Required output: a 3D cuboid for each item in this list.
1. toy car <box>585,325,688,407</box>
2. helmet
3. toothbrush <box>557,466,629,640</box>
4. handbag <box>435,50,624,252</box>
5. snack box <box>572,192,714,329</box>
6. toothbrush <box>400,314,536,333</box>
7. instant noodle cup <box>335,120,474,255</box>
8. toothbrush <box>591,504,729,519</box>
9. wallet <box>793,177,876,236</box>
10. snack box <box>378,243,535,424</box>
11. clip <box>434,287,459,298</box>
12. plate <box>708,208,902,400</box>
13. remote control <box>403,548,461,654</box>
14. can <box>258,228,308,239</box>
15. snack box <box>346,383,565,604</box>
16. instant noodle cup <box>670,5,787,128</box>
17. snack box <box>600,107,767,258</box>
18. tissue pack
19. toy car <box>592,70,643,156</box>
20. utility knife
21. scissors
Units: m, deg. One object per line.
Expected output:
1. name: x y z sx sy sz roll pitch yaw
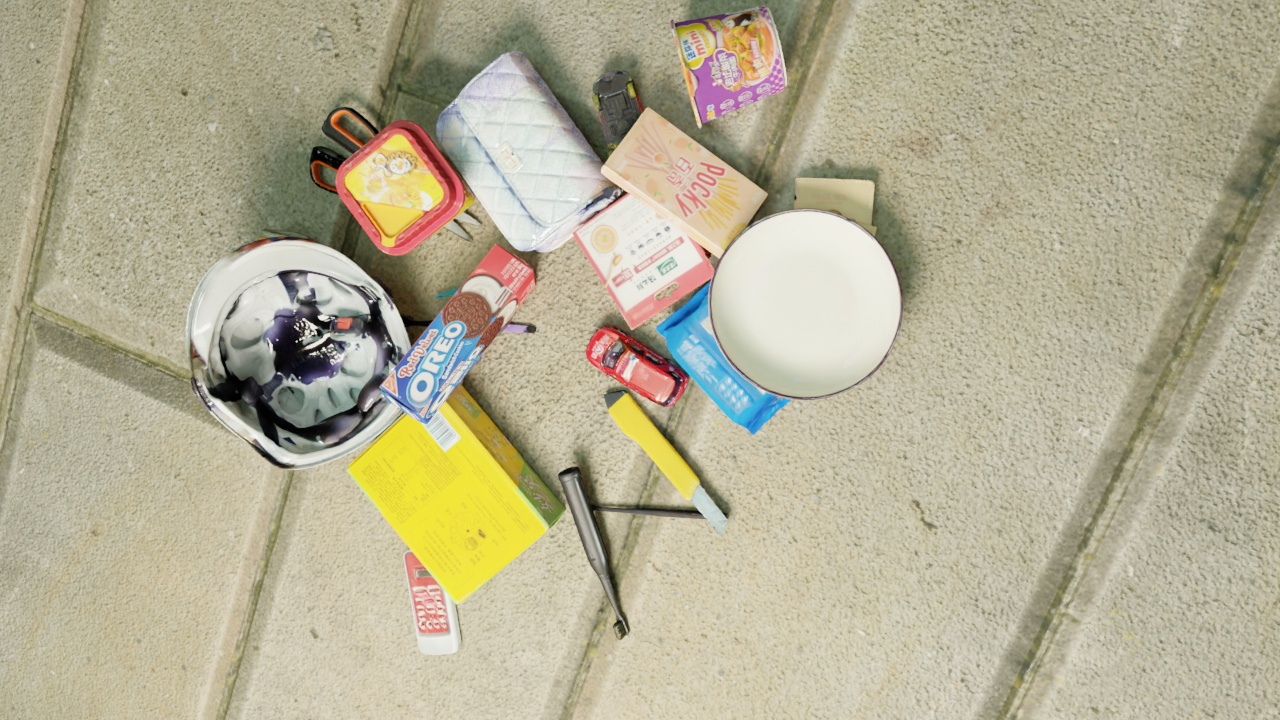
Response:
1. toy car: -0.006 0.006 1.015 0.120 0.045 0.053 31 102 12
2. helmet: -0.387 -0.019 1.043 0.228 0.146 0.259 -37 113 -14
3. toothbrush: -0.051 0.224 1.053 0.026 0.027 0.213 -10 102 33
4. handbag: -0.125 -0.221 1.003 0.134 0.075 0.194 -37 87 16
5. snack box: 0.008 -0.117 0.996 0.113 0.044 0.127 -32 87 15
6. toothbrush: -0.212 -0.043 1.083 0.189 0.016 0.014 4 109 12
7. instant noodle cup: -0.246 -0.186 1.000 0.116 0.123 0.116 -36 92 11
8. toothbrush: 0.012 0.176 1.045 0.181 0.015 0.018 -1 98 16
9. wallet: 0.200 -0.131 0.955 0.087 0.024 0.115 6 98 19
10. snack box: -0.198 -0.028 1.011 0.057 0.058 0.207 35 76 6
11. clip: -0.214 -0.075 1.077 0.056 0.014 0.040 -24 91 16
12. plate: 0.164 -0.055 0.926 0.192 0.039 0.192 0 86 3
13. remote control: -0.256 0.295 1.129 0.056 0.020 0.136 -7 95 15
14. can: -0.442 -0.083 1.113 0.058 0.058 0.146 15 100 13
15. snack box: -0.215 0.152 1.071 0.158 0.070 0.210 -41 88 15
16. instant noodle cup: 0.091 -0.301 0.925 0.099 0.111 0.111 -14 93 7
17. snack box: 0.046 -0.184 0.954 0.157 0.026 0.084 35 75 -3
18. tissue pack: 0.098 -0.006 0.981 0.095 0.052 0.157 -44 85 13
19. toy car: -0.018 -0.259 0.992 0.049 0.031 0.106 -16 96 15
20. utility knife: 0.029 0.113 1.028 0.033 0.015 0.207 -42 81 12
21. scissors: -0.295 -0.197 1.084 0.163 0.021 0.234 -34 93 19
